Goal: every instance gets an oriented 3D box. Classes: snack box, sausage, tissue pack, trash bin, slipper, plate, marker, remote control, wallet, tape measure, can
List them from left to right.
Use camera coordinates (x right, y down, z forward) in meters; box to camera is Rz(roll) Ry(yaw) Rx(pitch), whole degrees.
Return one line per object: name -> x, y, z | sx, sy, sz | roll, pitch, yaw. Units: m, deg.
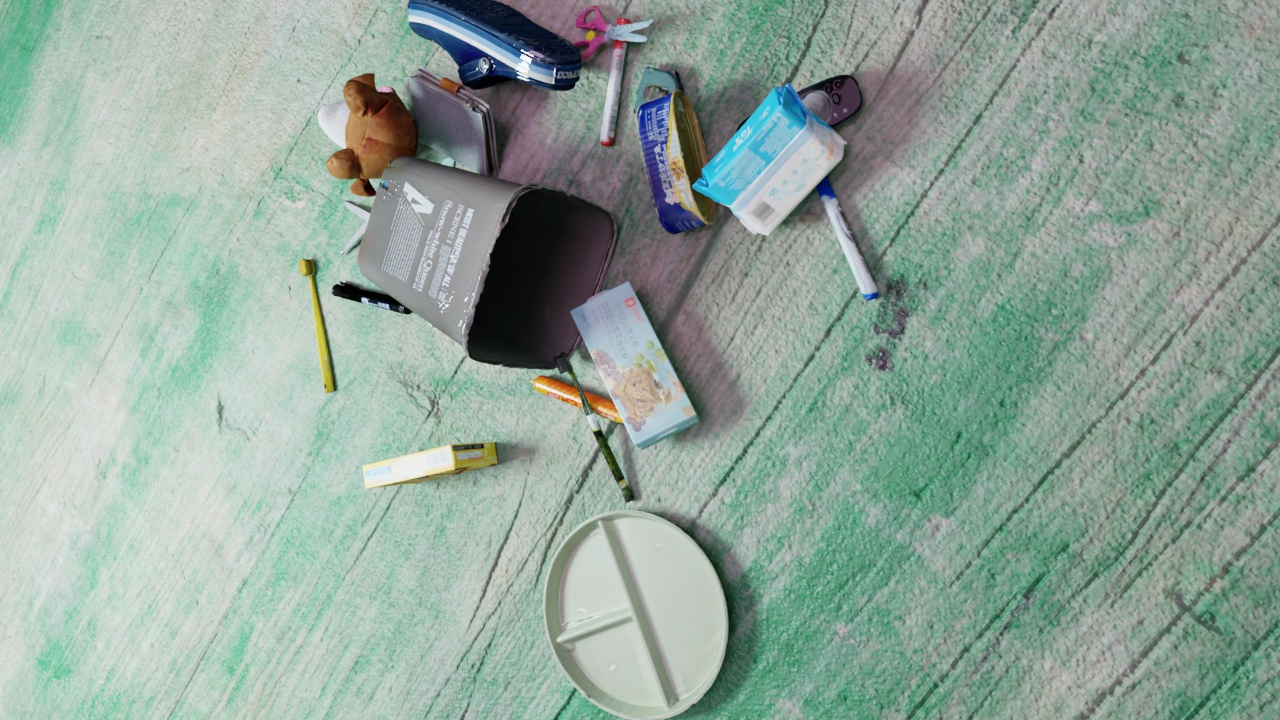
marker -> -0.353, -0.083, 1.210 | 0.132, 0.020, 0.022 | 14, 65, 27
snack box -> -0.255, 0.127, 1.116 | 0.141, 0.086, 0.033 | -12, 82, 25
wallet -> -0.227, -0.294, 1.125 | 0.130, 0.036, 0.107 | 32, 141, 24
trash bin -> -0.183, -0.121, 1.038 | 0.220, 0.198, 0.199 | 26, 99, 30
slipper -> -0.172, -0.366, 1.092 | 0.253, 0.104, 0.095 | 31, 123, 27
sausage -> -0.060, 0.048, 1.058 | 0.165, 0.021, 0.021 | 19, 96, 26
marker -> -0.030, -0.321, 1.060 | 0.017, 0.017, 0.145 | 10, 93, 26
snack box -> -0.006, 0.006, 1.006 | 0.074, 0.051, 0.174 | -27, 76, 3
plate -> -0.006, 0.280, 1.021 | 0.231, 0.027, 0.230 | -1, 88, 26
tape measure -> 0.021, -0.299, 1.029 | 0.054, 0.025, 0.058 | 20, 97, 26
can -> 0.039, -0.212, 0.990 | 0.049, 0.074, 0.148 | -13, 89, 27
tissue pack -> 0.130, -0.200, 0.927 | 0.090, 0.063, 0.140 | 33, 117, -20
remote control -> 0.165, -0.252, 0.956 | 0.137, 0.024, 0.053 | -20, 83, 23
marker -> 0.208, -0.129, 0.935 | 0.017, 0.016, 0.145 | -26, 77, 23

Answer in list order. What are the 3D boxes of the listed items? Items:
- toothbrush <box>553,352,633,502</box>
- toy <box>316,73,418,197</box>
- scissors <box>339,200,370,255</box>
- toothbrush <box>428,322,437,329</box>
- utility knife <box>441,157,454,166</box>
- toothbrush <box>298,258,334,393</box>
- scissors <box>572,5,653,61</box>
toothbrush -> -0.053, 0.076, 1.037 | 0.012, 0.017, 0.186 | -27, 88, 46
toy -> -0.331, -0.276, 1.113 | 0.130, 0.199, 0.140 | 18, 105, -13
scissors -> -0.341, -0.184, 1.194 | 0.176, 0.012, 0.162 | -48, 58, 23
toothbrush -> -0.293, -0.127, 1.181 | 0.189, 0.020, 0.029 | 66, 155, 15
utility knife -> -0.264, -0.173, 1.160 | 0.034, 0.018, 0.185 | 12, 84, 20
toothbrush -> -0.443, -0.049, 1.253 | 0.016, 0.016, 0.190 | -16, 81, 25
scissors -> -0.031, -0.383, 1.047 | 0.138, 0.017, 0.076 | 3, 81, 44
